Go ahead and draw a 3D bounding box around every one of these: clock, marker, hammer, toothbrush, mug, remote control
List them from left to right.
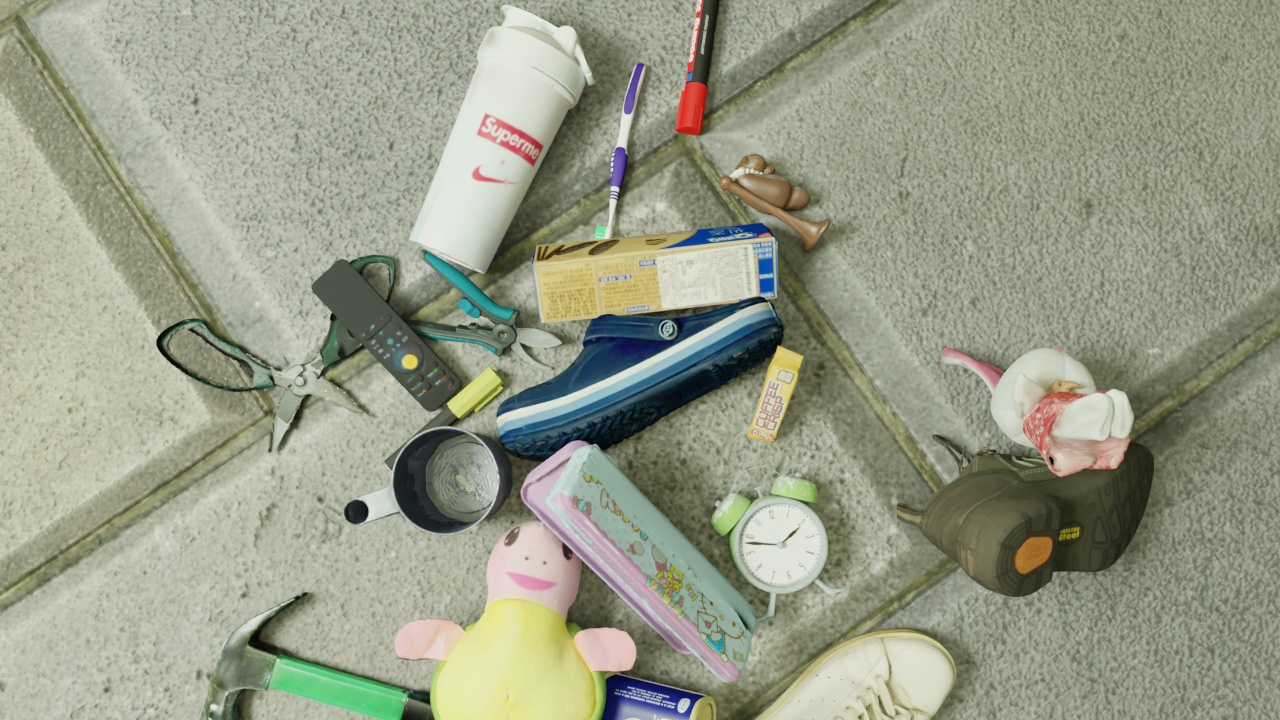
[{"bbox_3d":[-0.220,-0.021,0.798,0.041,0.020,0.152,-43,92,-3],"label":"remote control"},{"bbox_3d":[-0.200,0.291,0.773,0.319,0.032,0.130,16,84,1],"label":"hammer"},{"bbox_3d":[-0.169,0.104,0.754,0.124,0.104,0.084,-21,85,-2],"label":"mug"},{"bbox_3d":[-0.171,0.054,0.802,0.124,0.017,0.021,-41,118,-2],"label":"marker"},{"bbox_3d":[-0.019,-0.180,0.827,0.016,0.015,0.186,10,84,6],"label":"toothbrush"},{"bbox_3d":[0.054,-0.278,0.834,0.023,0.021,0.145,6,84,23],"label":"marker"},{"bbox_3d":[0.113,0.149,0.781,0.094,0.042,0.119,-17,85,-3],"label":"clock"}]

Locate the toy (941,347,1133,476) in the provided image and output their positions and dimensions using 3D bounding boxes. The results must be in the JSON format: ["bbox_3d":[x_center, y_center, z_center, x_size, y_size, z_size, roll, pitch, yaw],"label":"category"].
[{"bbox_3d":[0.326,0.034,0.723,0.159,0.194,0.084,17,101,5],"label":"toy"}]

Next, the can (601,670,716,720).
[{"bbox_3d":[0.005,0.317,0.739,0.092,0.056,0.116,4,84,26],"label":"can"}]

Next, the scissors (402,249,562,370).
[{"bbox_3d":[-0.149,-0.035,0.801,0.125,0.019,0.156,-26,112,22],"label":"scissors"}]

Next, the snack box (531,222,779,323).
[{"bbox_3d":[0.013,-0.077,0.790,0.207,0.057,0.056,-6,111,-1],"label":"snack box"}]

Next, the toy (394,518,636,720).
[{"bbox_3d":[-0.096,0.243,0.732,0.190,0.088,0.237,-1,69,5],"label":"toy"}]

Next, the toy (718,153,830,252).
[{"bbox_3d":[0.117,-0.144,0.810,0.102,0.042,0.054,29,46,-7],"label":"toy"}]

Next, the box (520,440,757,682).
[{"bbox_3d":[-0.002,0.166,0.713,0.089,0.092,0.214,-37,106,21],"label":"box"}]

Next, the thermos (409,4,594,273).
[{"bbox_3d":[-0.120,-0.188,0.793,0.099,0.099,0.220,24,89,2],"label":"thermos"}]

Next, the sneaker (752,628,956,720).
[{"bbox_3d":[0.153,0.304,0.735,0.241,0.102,0.089,-35,86,-3],"label":"sneaker"}]

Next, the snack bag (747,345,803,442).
[{"bbox_3d":[0.113,0.032,0.778,0.026,0.020,0.099,18,126,6],"label":"snack bag"}]

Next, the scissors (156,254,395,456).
[{"bbox_3d":[-0.316,-0.022,0.812,0.201,0.015,0.201,23,83,2],"label":"scissors"}]

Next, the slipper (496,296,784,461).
[{"bbox_3d":[-0.005,0.005,0.769,0.252,0.105,0.095,-24,75,-4],"label":"slipper"}]

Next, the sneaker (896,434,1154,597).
[{"bbox_3d":[0.311,0.118,0.767,0.237,0.143,0.101,-11,107,-33],"label":"sneaker"}]
